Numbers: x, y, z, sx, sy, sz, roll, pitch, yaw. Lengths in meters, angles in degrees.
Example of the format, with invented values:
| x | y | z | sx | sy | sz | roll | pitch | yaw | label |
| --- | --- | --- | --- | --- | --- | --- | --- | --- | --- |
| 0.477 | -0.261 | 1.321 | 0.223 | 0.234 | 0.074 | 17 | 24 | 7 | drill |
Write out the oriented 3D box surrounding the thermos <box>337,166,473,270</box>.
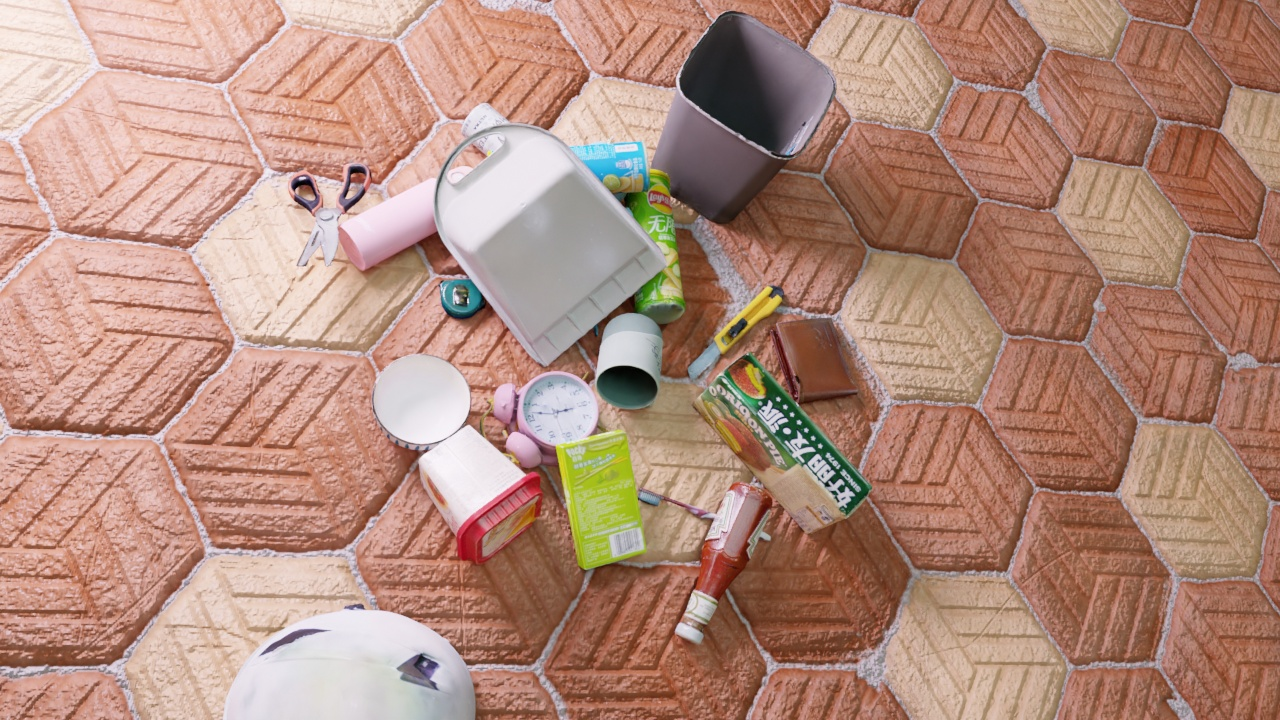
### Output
| x | y | z | sx | sy | sz | roll | pitch | yaw | label |
| --- | --- | --- | --- | --- | --- | --- | --- | --- | --- |
| -0.290 | -0.185 | 1.207 | 0.198 | 0.067 | 0.087 | -33 | 69 | -27 | thermos |

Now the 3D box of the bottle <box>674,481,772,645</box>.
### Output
| x | y | z | sx | sy | sz | roll | pitch | yaw | label |
| --- | --- | --- | --- | --- | --- | --- | --- | --- | --- |
| 0.100 | 0.252 | 1.144 | 0.060 | 0.060 | 0.205 | 29 | 73 | -4 | bottle |

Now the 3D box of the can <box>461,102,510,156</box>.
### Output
| x | y | z | sx | sy | sz | roll | pitch | yaw | label |
| --- | --- | --- | --- | --- | --- | --- | --- | --- | --- |
| -0.181 | -0.295 | 1.293 | 0.147 | 0.058 | 0.058 | 41 | 63 | 2 | can |

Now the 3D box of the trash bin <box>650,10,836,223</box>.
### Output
| x | y | z | sx | sy | sz | roll | pitch | yaw | label |
| --- | --- | --- | --- | --- | --- | --- | --- | --- | --- |
| 0.132 | -0.330 | 1.314 | 0.198 | 0.220 | 0.198 | 32 | 62 | -1 | trash bin |

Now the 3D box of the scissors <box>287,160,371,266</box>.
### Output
| x | y | z | sx | sy | sz | roll | pitch | yaw | label |
| --- | --- | --- | --- | --- | --- | --- | --- | --- | --- |
| -0.402 | -0.190 | 1.159 | 0.213 | 0.015 | 0.196 | 30 | 51 | 25 | scissors |

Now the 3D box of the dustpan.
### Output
| x | y | z | sx | sy | sz | roll | pitch | yaw | label |
| --- | --- | --- | --- | --- | --- | --- | --- | --- | --- |
| -0.136 | -0.170 | 1.192 | 0.222 | 0.258 | 0.142 | -40 | 38 | -2 | dustpan |

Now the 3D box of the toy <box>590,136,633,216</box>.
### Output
| x | y | z | sx | sy | sz | roll | pitch | yaw | label |
| --- | --- | --- | --- | --- | --- | --- | --- | --- | --- |
| -0.063 | -0.243 | 1.300 | 0.161 | 0.050 | 0.156 | 31 | 83 | 24 | toy |

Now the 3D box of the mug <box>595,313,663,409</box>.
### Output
| x | y | z | sx | sy | sz | roll | pitch | yaw | label |
| --- | --- | --- | --- | --- | --- | --- | --- | --- | --- |
| -0.007 | 0.007 | 1.205 | 0.082 | 0.112 | 0.106 | -16 | 40 | 19 | mug |

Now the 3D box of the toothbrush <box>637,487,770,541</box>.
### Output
| x | y | z | sx | sy | sz | roll | pitch | yaw | label |
| --- | --- | --- | --- | --- | --- | --- | --- | --- | --- |
| 0.083 | 0.203 | 1.190 | 0.187 | 0.016 | 0.017 | 21 | 71 | -7 | toothbrush |

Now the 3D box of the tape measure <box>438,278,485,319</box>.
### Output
| x | y | z | sx | sy | sz | roll | pitch | yaw | label |
| --- | --- | --- | --- | --- | --- | --- | --- | --- | --- |
| -0.234 | -0.083 | 1.207 | 0.058 | 0.025 | 0.054 | -4 | 68 | -18 | tape measure |

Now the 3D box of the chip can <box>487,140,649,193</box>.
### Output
| x | y | z | sx | sy | sz | roll | pitch | yaw | label |
| --- | --- | --- | --- | --- | --- | --- | --- | --- | --- |
| -0.096 | -0.252 | 1.230 | 0.210 | 0.071 | 0.071 | -6 | 69 | -6 | chip can |

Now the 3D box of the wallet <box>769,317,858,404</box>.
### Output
| x | y | z | sx | sy | sz | roll | pitch | yaw | label |
| --- | --- | --- | --- | --- | --- | --- | --- | --- | --- |
| 0.250 | -0.001 | 1.319 | 0.101 | 0.032 | 0.124 | -8 | 72 | -23 | wallet |

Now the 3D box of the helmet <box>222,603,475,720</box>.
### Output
| x | y | z | sx | sy | sz | roll | pitch | yaw | label |
| --- | --- | --- | --- | --- | --- | --- | --- | --- | --- |
| -0.295 | 0.361 | 0.934 | 0.258 | 0.146 | 0.228 | 17 | 64 | -9 | helmet |

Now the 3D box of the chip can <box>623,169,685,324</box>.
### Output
| x | y | z | sx | sy | sz | roll | pitch | yaw | label |
| --- | --- | --- | --- | --- | --- | --- | --- | --- | --- |
| 0.018 | -0.159 | 1.289 | 0.072 | 0.073 | 0.221 | 0 | 68 | -17 | chip can |

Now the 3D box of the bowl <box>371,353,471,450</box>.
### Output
| x | y | z | sx | sy | sz | roll | pitch | yaw | label |
| --- | --- | --- | --- | --- | --- | --- | --- | --- | --- |
| -0.267 | 0.057 | 1.114 | 0.116 | 0.066 | 0.116 | 7 | 66 | -15 | bowl |

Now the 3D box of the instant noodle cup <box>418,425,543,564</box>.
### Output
| x | y | z | sx | sy | sz | roll | pitch | yaw | label |
| --- | --- | --- | --- | --- | --- | --- | --- | --- | --- |
| -0.192 | 0.153 | 1.078 | 0.116 | 0.117 | 0.124 | -35 | 70 | -27 | instant noodle cup |

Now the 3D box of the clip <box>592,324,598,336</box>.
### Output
| x | y | z | sx | sy | sz | roll | pitch | yaw | label |
| --- | --- | --- | --- | --- | --- | --- | --- | --- | --- |
| -0.072 | -0.059 | 1.253 | 0.034 | 0.013 | 0.055 | 4 | 67 | -17 | clip |

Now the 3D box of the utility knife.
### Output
| x | y | z | sx | sy | sz | roll | pitch | yaw | label |
| --- | --- | --- | --- | --- | --- | --- | --- | --- | --- |
| 0.138 | -0.042 | 1.309 | 0.033 | 0.015 | 0.217 | 44 | 63 | 7 | utility knife |

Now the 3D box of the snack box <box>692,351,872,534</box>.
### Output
| x | y | z | sx | sy | sz | roll | pitch | yaw | label |
| --- | --- | --- | --- | --- | --- | --- | --- | --- | --- |
| 0.181 | 0.111 | 1.203 | 0.063 | 0.115 | 0.240 | -38 | 82 | -26 | snack box |

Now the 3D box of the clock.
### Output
| x | y | z | sx | sy | sz | roll | pitch | yaw | label |
| --- | --- | --- | --- | --- | --- | --- | --- | --- | --- |
| -0.124 | 0.075 | 1.155 | 0.158 | 0.060 | 0.117 | -16 | 73 | -20 | clock |

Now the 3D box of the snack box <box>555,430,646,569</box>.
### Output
| x | y | z | sx | sy | sz | roll | pitch | yaw | label |
| --- | --- | --- | --- | --- | --- | --- | --- | --- | --- |
| -0.047 | 0.170 | 1.124 | 0.085 | 0.026 | 0.156 | -13 | 97 | -20 | snack box |
